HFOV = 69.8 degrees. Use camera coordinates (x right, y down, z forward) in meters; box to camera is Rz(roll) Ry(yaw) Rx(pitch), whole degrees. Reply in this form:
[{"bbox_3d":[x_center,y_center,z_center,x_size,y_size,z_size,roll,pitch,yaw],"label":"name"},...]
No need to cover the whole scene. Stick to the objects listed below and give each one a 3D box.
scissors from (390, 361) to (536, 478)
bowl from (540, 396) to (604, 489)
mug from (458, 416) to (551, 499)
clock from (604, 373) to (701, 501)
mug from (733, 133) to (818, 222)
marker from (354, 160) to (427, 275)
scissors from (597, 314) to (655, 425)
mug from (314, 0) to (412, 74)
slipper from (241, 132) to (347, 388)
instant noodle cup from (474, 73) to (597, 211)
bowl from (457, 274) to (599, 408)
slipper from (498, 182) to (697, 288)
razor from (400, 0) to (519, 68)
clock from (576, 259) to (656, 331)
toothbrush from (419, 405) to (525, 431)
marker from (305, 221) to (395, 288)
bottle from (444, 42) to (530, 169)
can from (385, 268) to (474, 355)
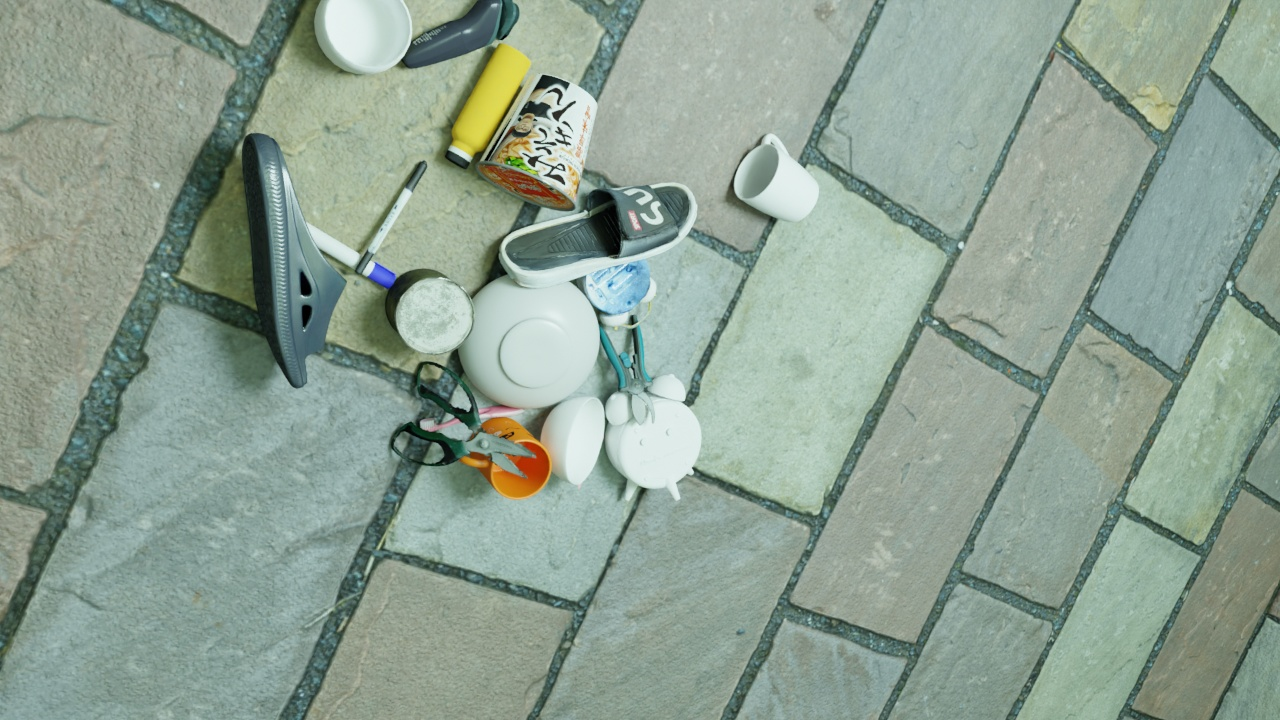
[{"bbox_3d":[-0.200,0.068,1.078,0.015,0.210,0.137,17,83,-67],"label":"scissors"},{"bbox_3d":[-0.092,0.098,1.177,0.114,0.051,0.114,13,89,-70],"label":"bowl"},{"bbox_3d":[-0.178,0.118,1.132,0.112,0.096,0.078,6,100,-27],"label":"mug"},{"bbox_3d":[0.020,0.107,1.239,0.125,0.073,0.161,-19,111,-21],"label":"clock"},{"bbox_3d":[0.185,-0.248,1.231,0.087,0.081,0.114,23,62,-35],"label":"mug"},{"bbox_3d":[-0.282,-0.163,1.042,0.011,0.011,0.152,34,79,-29],"label":"marker"},{"bbox_3d":[-0.015,0.004,1.197,0.154,0.019,0.126,36,66,-8],"label":"scissors"},{"bbox_3d":[-0.288,-0.361,0.965,0.094,0.068,0.115,18,95,-29],"label":"mug"},{"bbox_3d":[-0.363,-0.105,0.972,0.083,0.111,0.268,-13,115,-31],"label":"slipper"},{"bbox_3d":[-0.111,-0.254,1.060,0.123,0.124,0.121,24,83,-29],"label":"instant noodle cup"},{"bbox_3d":[-0.131,-0.017,1.118,0.176,0.066,0.177,-5,110,-14],"label":"bowl"},{"bbox_3d":[-0.044,-0.166,1.113,0.263,0.111,0.063,-21,146,-15],"label":"slipper"},{"bbox_3d":[-0.202,-0.365,1.023,0.142,0.047,0.052,-29,139,-14],"label":"razor"},{"bbox_3d":[-0.029,-0.095,1.173,0.088,0.052,0.125,-40,117,-12],"label":"clock"},{"bbox_3d":[-0.209,0.070,1.148,0.134,0.021,0.016,-11,117,-21],"label":"toothbrush"},{"bbox_3d":[-0.341,-0.125,1.032,0.141,0.020,0.020,33,88,-29],"label":"marker"},{"bbox_3d":[-0.178,-0.289,1.052,0.043,0.043,0.143,29,90,-29],"label":"bottle"},{"bbox_3d":[-0.245,-0.058,1.065,0.089,0.074,0.090,-6,106,-23],"label":"can"}]
